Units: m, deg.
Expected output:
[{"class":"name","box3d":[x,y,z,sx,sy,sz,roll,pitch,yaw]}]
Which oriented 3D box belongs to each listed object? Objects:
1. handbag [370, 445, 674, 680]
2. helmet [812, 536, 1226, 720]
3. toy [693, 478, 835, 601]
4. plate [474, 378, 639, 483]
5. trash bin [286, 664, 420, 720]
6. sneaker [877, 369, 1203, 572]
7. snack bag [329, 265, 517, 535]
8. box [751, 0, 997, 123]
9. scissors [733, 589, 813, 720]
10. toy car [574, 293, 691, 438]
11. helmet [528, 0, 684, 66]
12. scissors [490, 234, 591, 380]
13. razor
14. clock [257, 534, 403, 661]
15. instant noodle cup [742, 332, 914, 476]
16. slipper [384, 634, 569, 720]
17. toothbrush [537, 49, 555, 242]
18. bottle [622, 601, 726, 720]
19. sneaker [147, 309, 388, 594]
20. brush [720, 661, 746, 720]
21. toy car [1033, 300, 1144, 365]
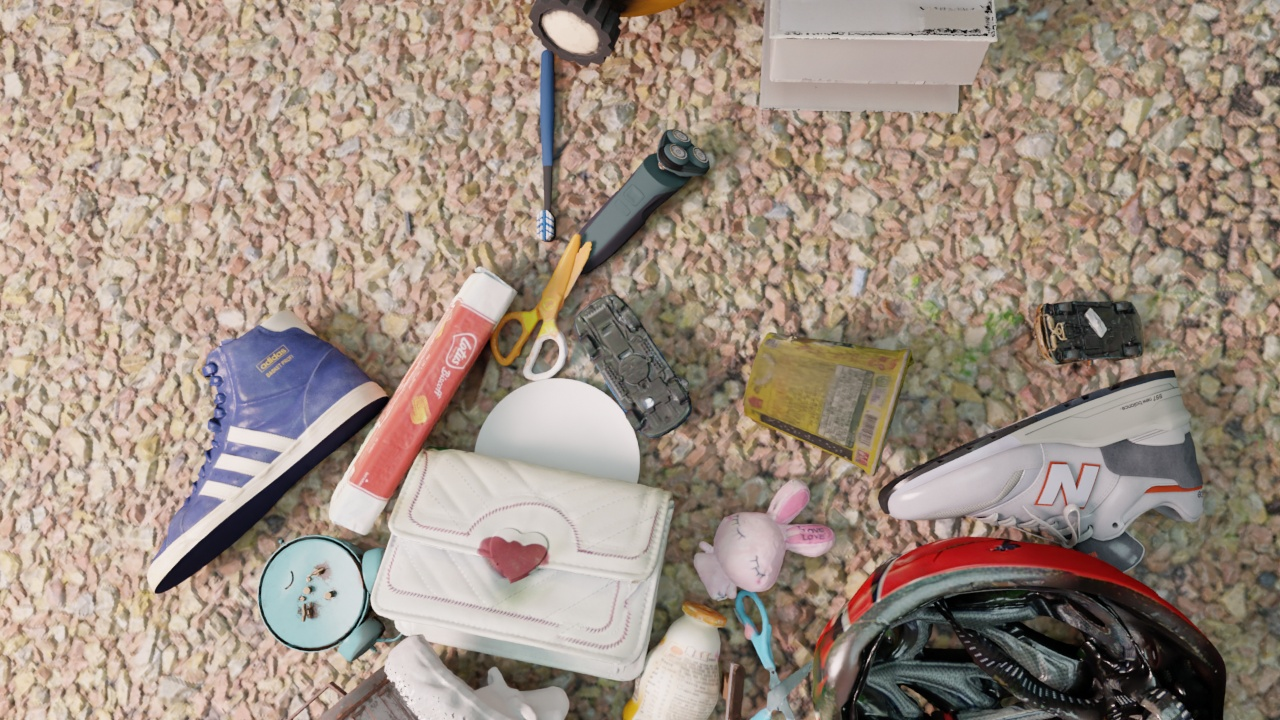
[{"class":"handbag","box3d":[-0.081,0.143,0.674,0.198,0.096,0.141,8,65,7]},{"class":"helmet","box3d":[0.241,0.221,0.615,0.272,0.167,0.217,16,100,-6]},{"class":"toy","box3d":[0.093,0.139,0.702,0.110,0.047,0.063,-29,64,-13]},{"class":"plate","box3d":[-0.067,0.082,0.741,0.134,0.011,0.134,-1,83,5]},{"class":"trash bin","box3d":[-0.174,0.328,0.663,0.131,0.131,0.211,-42,83,-1]},{"class":"sneaker","box3d":[0.305,0.101,0.668,0.240,0.089,0.124,-23,79,-2]},{"class":"snack bag","box3d":[-0.172,0.028,0.724,0.041,0.077,0.225,34,86,-15]},{"class":"box","box3d":[0.193,-0.276,0.866,0.169,0.404,0.171,3,83,6]},{"class":"scissors","box3d":[0.089,0.242,0.680,0.015,0.135,0.136,9,126,-23]},{"class":"toy car","box3d":[-0.004,0.004,0.728,0.056,0.043,0.120,-33,80,0]},{"class":"helmet","box3d":[-0.008,-0.350,0.726,0.205,0.131,0.255,19,71,8]},{"class":"scissors","box3d":[-0.069,-0.043,0.742,0.070,0.013,0.130,35,101,5]},{"class":"razor","box3d":[-0.007,-0.126,0.747,0.143,0.052,0.047,-45,83,8]},{"class":"clock","box3d":[-0.237,0.184,0.723,0.124,0.053,0.090,14,85,7]},{"class":"instant noodle cup","box3d":[0.140,0.026,0.695,0.108,0.102,0.102,17,85,16]},{"class":"slipper","box3d":[-0.074,0.270,0.656,0.247,0.112,0.074,37,65,-14]},{"class":"toothbrush","box3d":[-0.079,-0.182,0.773,0.014,0.014,0.167,-2,83,16]},{"class":"bottle","box3d":[0.030,0.237,0.688,0.063,0.063,0.108,21,86,7]},{"class":"sneaker","box3d":[-0.328,0.061,0.725,0.233,0.091,0.118,-42,86,-2]},{"class":"brush","box3d":[0.063,0.234,0.645,0.008,0.143,0.045,6,75,4]},{"class":"toy car","box3d":[0.333,-0.020,0.702,0.111,0.047,0.047,-2,82,-25]}]
